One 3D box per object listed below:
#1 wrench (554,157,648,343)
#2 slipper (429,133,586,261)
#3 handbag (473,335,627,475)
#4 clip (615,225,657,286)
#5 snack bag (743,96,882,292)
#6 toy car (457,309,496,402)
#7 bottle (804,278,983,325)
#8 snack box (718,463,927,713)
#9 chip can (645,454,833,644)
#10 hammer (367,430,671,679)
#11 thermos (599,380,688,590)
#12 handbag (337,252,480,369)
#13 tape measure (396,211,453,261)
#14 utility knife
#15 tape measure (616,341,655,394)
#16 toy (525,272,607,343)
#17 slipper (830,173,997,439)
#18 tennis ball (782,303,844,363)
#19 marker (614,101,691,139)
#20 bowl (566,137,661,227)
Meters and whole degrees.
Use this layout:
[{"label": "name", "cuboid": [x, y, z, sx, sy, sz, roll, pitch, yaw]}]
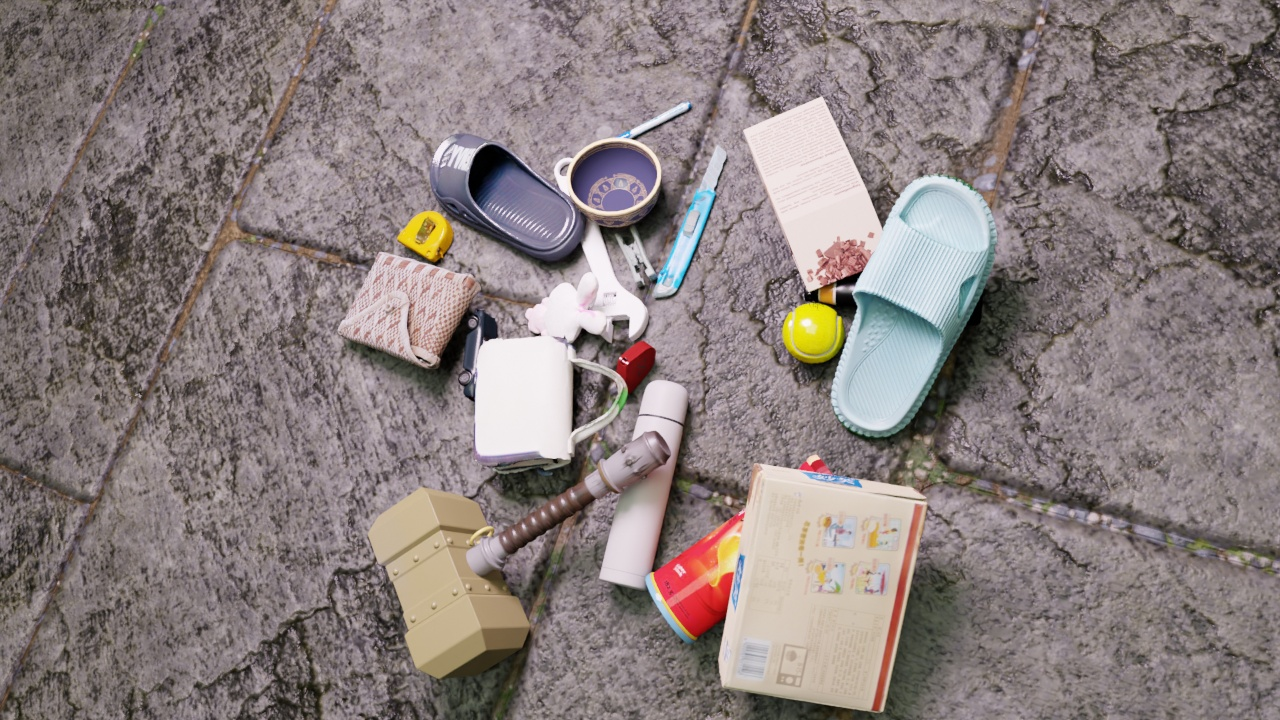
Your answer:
[{"label": "wrench", "cuboid": [-0.056, -0.140, 1.123, 0.066, 0.018, 0.273, -23, 66, 8]}, {"label": "slipper", "cuboid": [-0.185, -0.215, 1.148, 0.268, 0.083, 0.110, 35, 87, 28]}, {"label": "handbag", "cuboid": [-0.096, 0.049, 1.040, 0.176, 0.074, 0.151, -8, 70, 15]}, {"label": "clip", "cuboid": [-0.005, -0.126, 1.099, 0.043, 0.023, 0.076, -25, 69, 6]}, {"label": "snack bag", "cuboid": [0.196, -0.178, 1.017, 0.094, 0.070, 0.206, -21, 62, 10]}, {"label": "toy car", "cuboid": [-0.191, -0.005, 1.104, 0.034, 0.046, 0.112, -1, 74, 18]}, {"label": "bottle", "cuboid": [0.266, -0.070, 0.974, 0.182, 0.059, 0.059, 3, 73, 19]}, {"label": "snack box", "cuboid": [0.165, 0.209, 0.852, 0.153, 0.055, 0.207, 9, 98, 0]}, {"label": "chip can", "cuboid": [0.115, 0.190, 0.921, 0.213, 0.087, 0.087, -36, 66, 4]}, {"label": "hammer", "cuboid": [-0.109, 0.173, 0.966, 0.325, 0.100, 0.190, -34, 66, 12]}, {"label": "thermos", "cuboid": [0.007, 0.132, 0.992, 0.052, 0.052, 0.224, 8, 75, 20]}, {"label": "handbag", "cuboid": [-0.292, -0.065, 1.135, 0.186, 0.047, 0.124, 17, 74, 37]}, {"label": "tape measure", "cuboid": [-0.274, -0.164, 1.192, 0.068, 0.030, 0.059, 30, 85, 23]}, {"label": "utility knife", "cuboid": [0.062, -0.166, 1.096, 0.031, 0.015, 0.206, 18, 77, 17]}, {"label": "tape measure", "cuboid": [-0.006, 0.006, 1.042, 0.019, 0.059, 0.051, 35, 55, 24]}, {"label": "toy", "cuboid": [-0.087, -0.056, 1.084, 0.126, 0.037, 0.076, -15, 78, 41]}, {"label": "slipper", "cuboid": [0.266, -0.046, 0.910, 0.116, 0.069, 0.276, 22, 105, 12]}, {"label": "tennis ball", "cuboid": [0.185, -0.029, 0.982, 0.065, 0.065, 0.065, -5, 71, 16]}, {"label": "marker", "cuboid": [-0.001, -0.291, 1.158, 0.142, 0.013, 0.013, -26, 67, 7]}, {"label": "bowl", "cuboid": [-0.029, -0.204, 1.107, 0.112, 0.061, 0.112, -2, 64, 4]}]
